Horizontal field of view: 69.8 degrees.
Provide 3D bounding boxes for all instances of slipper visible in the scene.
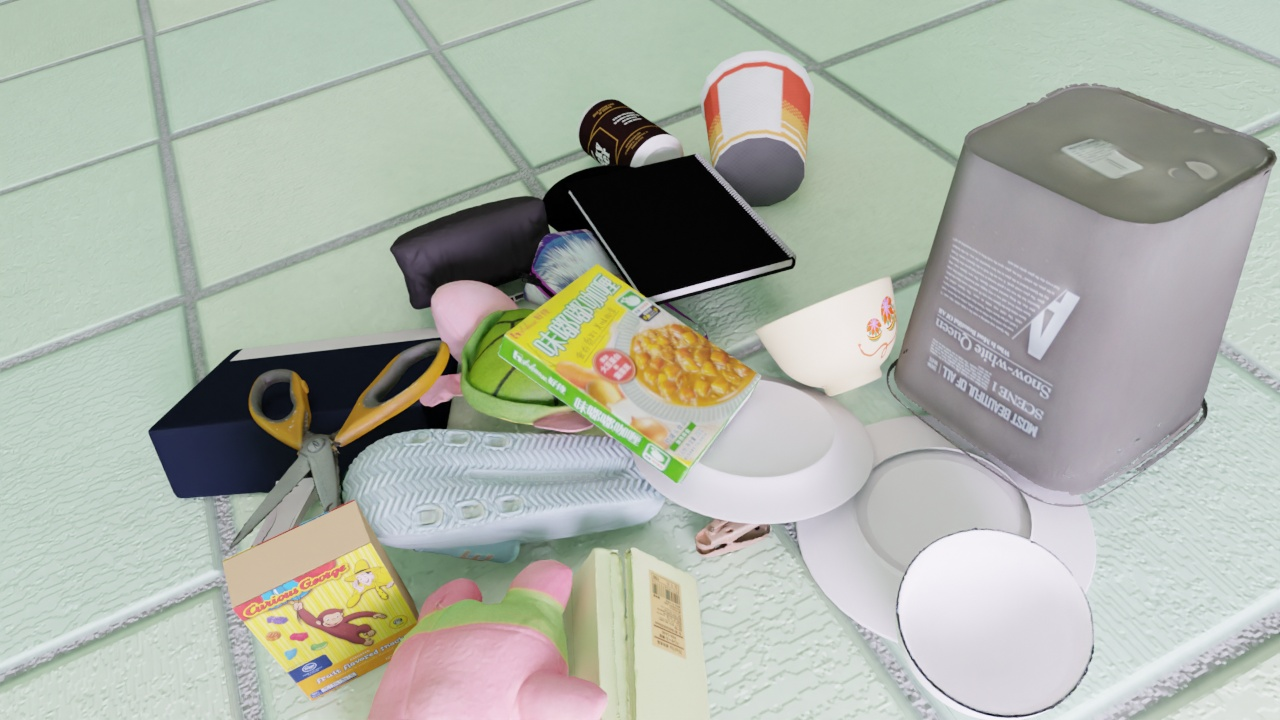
[{"bbox_3d":[-0.102,0.109,0.700,0.245,0.074,0.104,-1,38,-13],"label":"slipper"}]

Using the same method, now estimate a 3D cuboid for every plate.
[{"bbox_3d":[0.087,0.057,0.720,0.188,0.016,0.188,-1,33,0],"label":"plate"},{"bbox_3d":[0.219,0.115,0.669,0.209,0.015,0.208,-6,45,5],"label":"plate"}]

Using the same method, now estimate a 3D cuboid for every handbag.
[{"bbox_3d":[-0.161,-0.098,0.925,0.153,0.115,0.125,-23,22,-7],"label":"handbag"},{"bbox_3d":[-0.015,-0.050,0.836,0.170,0.068,0.144,33,25,20],"label":"handbag"}]

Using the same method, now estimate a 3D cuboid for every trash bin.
[{"bbox_3d":[0.314,-0.056,0.664,0.197,0.220,0.197,-26,45,-22],"label":"trash bin"}]

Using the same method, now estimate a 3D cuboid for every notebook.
[{"bbox_3d":[0.033,-0.130,0.869,0.149,0.016,0.206,-16,44,-16],"label":"notebook"}]

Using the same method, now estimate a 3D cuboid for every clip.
[{"bbox_3d":[0.069,0.123,0.677,0.062,0.045,0.024,-13,41,-23],"label":"clip"}]

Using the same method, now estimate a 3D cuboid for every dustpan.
[{"bbox_3d":[-0.288,0.068,0.799,0.236,0.080,0.272,-6,24,5],"label":"dustpan"}]

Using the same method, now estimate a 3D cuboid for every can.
[{"bbox_3d":[-0.012,-0.241,1.031,0.071,0.072,0.128,-29,47,-18],"label":"can"}]

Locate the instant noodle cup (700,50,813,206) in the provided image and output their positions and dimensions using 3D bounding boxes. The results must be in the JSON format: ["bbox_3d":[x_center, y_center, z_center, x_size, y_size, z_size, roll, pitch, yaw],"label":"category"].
[{"bbox_3d":[0.125,-0.240,0.978,0.123,0.123,0.120,-2,53,8],"label":"instant noodle cup"}]

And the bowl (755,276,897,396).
[{"bbox_3d":[0.164,-0.013,0.759,0.118,0.118,0.074,-21,87,-11],"label":"bowl"}]

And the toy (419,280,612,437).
[{"bbox_3d":[-0.094,0.001,0.774,0.189,0.088,0.238,-18,37,-33],"label":"toy"}]

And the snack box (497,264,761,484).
[{"bbox_3d":[-0.004,0.004,0.708,0.168,0.027,0.131,35,43,10],"label":"snack box"}]

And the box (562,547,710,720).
[{"bbox_3d":[-0.014,0.220,0.589,0.083,0.091,0.187,-34,36,27],"label":"box"}]

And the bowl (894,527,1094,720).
[{"bbox_3d":[0.215,0.168,0.574,0.113,0.063,0.113,-4,60,7],"label":"bowl"}]

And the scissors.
[{"bbox_3d":[-0.233,0.049,0.708,0.224,0.016,0.225,-29,41,-12],"label":"scissors"}]

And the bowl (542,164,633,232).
[{"bbox_3d":[-0.037,-0.147,0.954,0.124,0.053,0.123,-5,44,5],"label":"bowl"}]

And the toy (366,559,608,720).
[{"bbox_3d":[-0.111,0.222,0.551,0.192,0.097,0.236,-22,25,22],"label":"toy"}]

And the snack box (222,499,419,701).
[{"bbox_3d":[-0.209,0.165,0.622,0.088,0.126,0.040,-25,46,-14],"label":"snack box"}]
